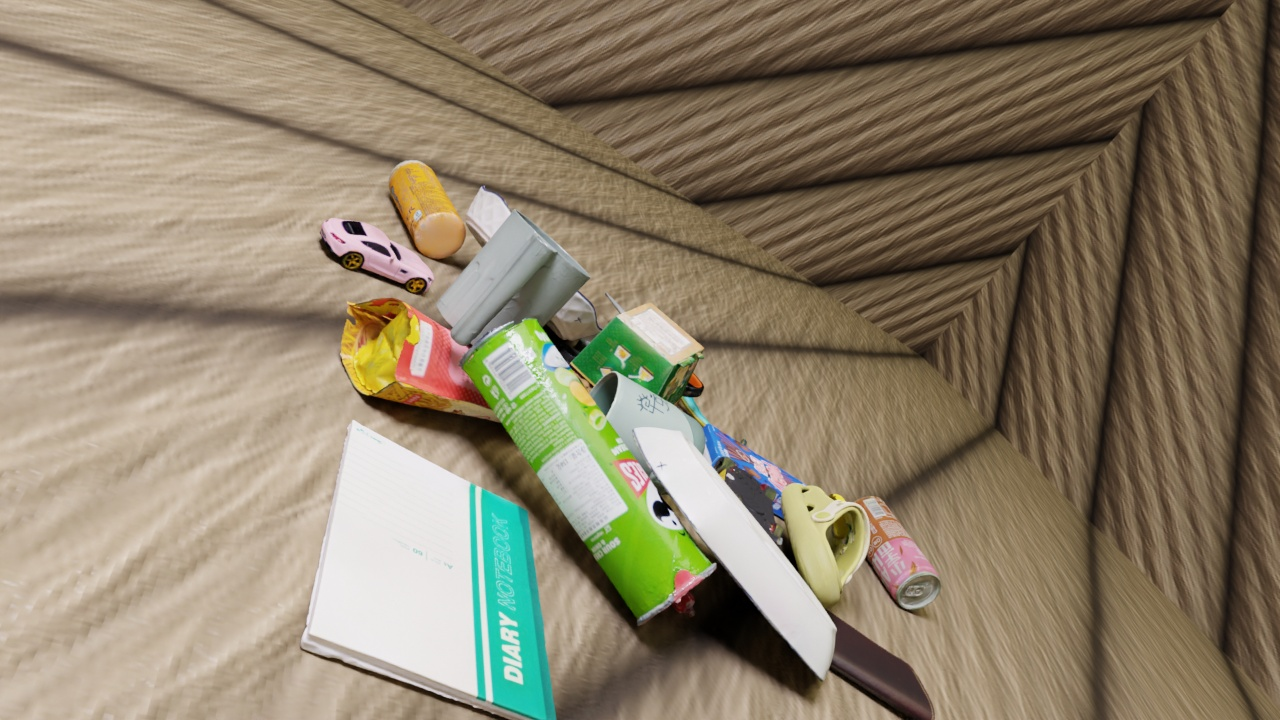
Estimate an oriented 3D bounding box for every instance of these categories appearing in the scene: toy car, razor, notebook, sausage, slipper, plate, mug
[{"bbox_3d":[0.104,0.148,0.936,0.071,0.041,0.155,35,14,-8],"label":"toy car"},{"bbox_3d":[0.080,0.065,1.135,0.132,0.028,0.043,46,4,12],"label":"razor"},{"bbox_3d":[-0.125,0.126,0.572,0.150,0.012,0.209,31,17,-24],"label":"notebook"},{"bbox_3d":[0.003,0.151,0.757,0.020,0.020,0.156,20,23,-45],"label":"sausage"},{"bbox_3d":[0.188,0.179,0.907,0.190,0.082,0.091,-64,140,-77],"label":"slipper"},{"bbox_3d":[-0.123,-0.101,1.019,0.205,0.045,0.205,49,-5,6],"label":"plate"},{"bbox_3d":[0.000,0.079,0.844,0.106,0.082,0.111,32,29,-19],"label":"mug"},{"bbox_3d":[-0.253,-0.105,0.893,0.122,0.037,0.056,23,23,-44],"label":"toy car"},{"bbox_3d":[0.086,0.151,0.755,0.266,0.034,0.162,51,3,-21],"label":"plate"},{"bbox_3d":[-0.106,-0.057,0.740,0.083,0.103,0.124,42,6,-4],"label":"mug"}]

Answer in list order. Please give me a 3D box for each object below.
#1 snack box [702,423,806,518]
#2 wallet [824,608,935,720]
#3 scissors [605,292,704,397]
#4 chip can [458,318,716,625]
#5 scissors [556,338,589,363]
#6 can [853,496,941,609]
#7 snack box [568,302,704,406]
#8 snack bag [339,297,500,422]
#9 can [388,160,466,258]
[{"bbox_3d":[0.138,0.137,1.065,0.157,0.026,0.084,33,16,-16],"label":"snack box"},{"bbox_3d":[0.209,0.277,0.847,0.122,0.020,0.096,35,11,-6],"label":"wallet"},{"bbox_3d":[0.004,-0.020,1.150,0.224,0.022,0.220,39,19,16],"label":"scissors"},{"bbox_3d":[-0.041,0.078,0.681,0.236,0.072,0.072,53,19,10],"label":"chip can"},{"bbox_3d":[-0.025,0.025,1.041,0.171,0.014,0.159,24,18,-32],"label":"scissors"},{"bbox_3d":[0.299,0.227,1.100,0.058,0.058,0.147,29,19,-28],"label":"can"},{"bbox_3d":[-0.006,0.006,0.948,0.117,0.106,0.118,41,27,12],"label":"snack box"},{"bbox_3d":[-0.146,0.008,0.771,0.128,0.073,0.207,45,13,33],"label":"snack bag"},{"bbox_3d":[-0.248,-0.176,1.058,0.058,0.058,0.146,23,21,-40],"label":"can"}]
